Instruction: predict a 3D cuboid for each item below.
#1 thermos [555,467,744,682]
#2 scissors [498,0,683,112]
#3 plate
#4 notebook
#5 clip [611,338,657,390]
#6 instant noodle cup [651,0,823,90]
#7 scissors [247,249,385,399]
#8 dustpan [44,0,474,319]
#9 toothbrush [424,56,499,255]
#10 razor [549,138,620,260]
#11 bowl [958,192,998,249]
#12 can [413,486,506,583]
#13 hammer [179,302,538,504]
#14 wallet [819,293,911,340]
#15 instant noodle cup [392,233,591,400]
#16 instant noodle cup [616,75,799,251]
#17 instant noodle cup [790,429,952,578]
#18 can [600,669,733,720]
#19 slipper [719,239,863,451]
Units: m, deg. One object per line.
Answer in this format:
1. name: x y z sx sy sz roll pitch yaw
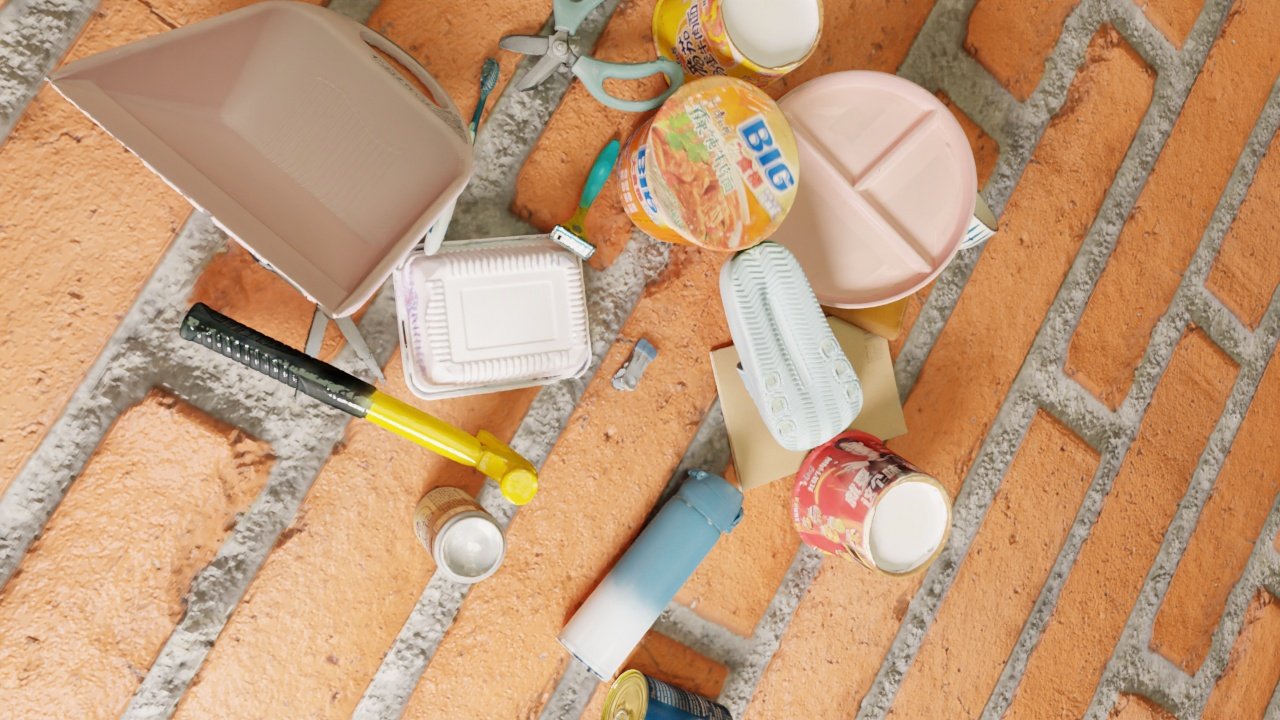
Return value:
1. thermos: 0.014 0.199 0.873 0.070 0.070 0.220 46 76 -19
2. scissors: -0.040 -0.305 0.833 0.170 0.019 0.180 6 84 -10
3. plate: 0.208 -0.166 0.898 0.229 0.028 0.229 0 93 8
4. notebook: 0.181 0.035 0.962 0.211 0.012 0.149 -16 99 -21
5. clip: -0.005 0.005 0.877 0.024 0.027 0.056 45 67 -21
6. instant noodle cup: 0.095 -0.310 0.850 0.138 0.110 0.138 -2 95 -24
7. scissors: -0.265 -0.055 0.766 0.159 0.014 0.180 28 84 -22
8. dustpan: -0.232 -0.175 0.664 0.222 0.273 0.139 41 99 -13
9. toothbrush: -0.153 -0.178 0.785 0.016 0.018 0.191 13 75 7
10. razor: -0.044 -0.151 0.833 0.043 0.028 0.132 28 59 -16
11. bowl: 0.312 -0.162 0.964 0.116 0.116 0.066 37 123 -21
12. can: -0.154 0.144 0.770 0.058 0.116 0.058 -2 94 -22
13. hammer: -0.221 0.035 0.744 0.300 0.129 0.033 28 87 -13
14. wallet: 0.230 -0.098 0.961 0.130 0.035 0.119 20 88 -20
15. instant noodle cup: -0.121 -0.040 0.804 0.173 0.060 0.138 -8 96 -21
16. instant noodle cup: 0.052 -0.171 0.838 0.151 0.111 0.151 -1 93 -22
17. instant noodle cup: 0.239 0.149 0.933 0.137 0.109 0.138 -5 102 -23
18. can: 0.027 0.352 0.883 0.111 0.075 0.075 29 82 -23
19. slipper: 0.137 -0.011 0.895 0.104 0.074 0.245 -34 120 -10
